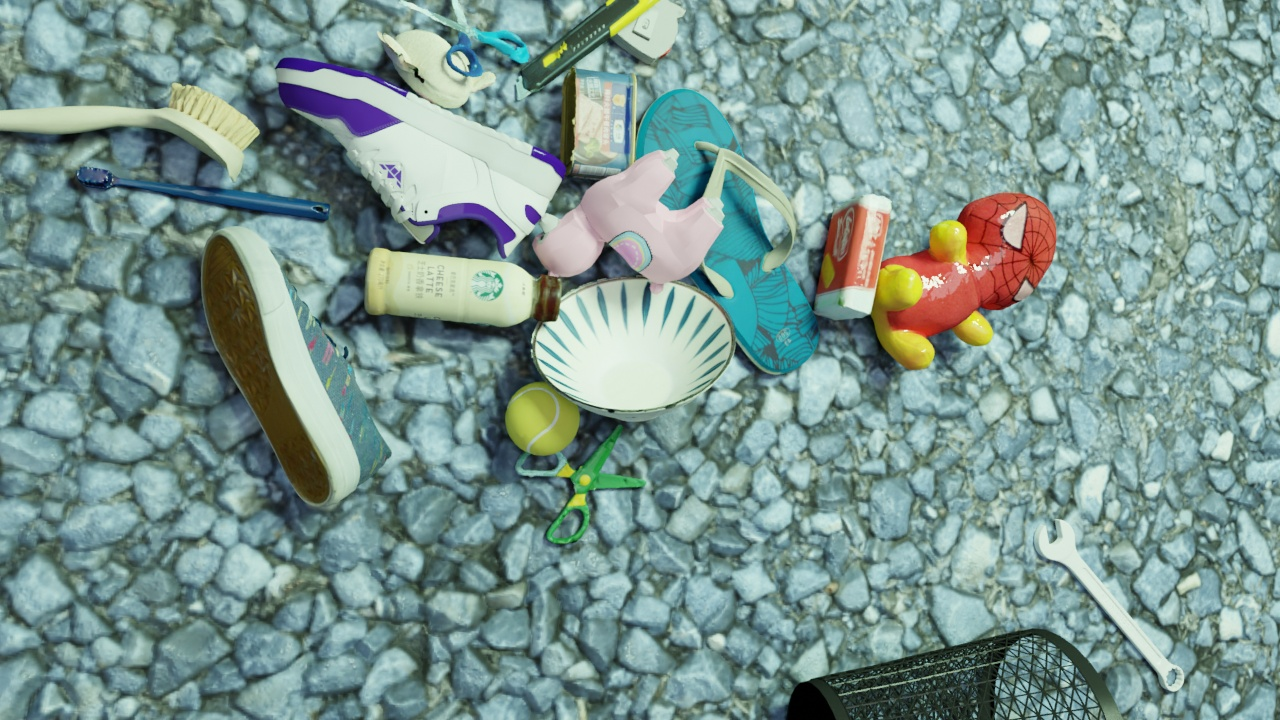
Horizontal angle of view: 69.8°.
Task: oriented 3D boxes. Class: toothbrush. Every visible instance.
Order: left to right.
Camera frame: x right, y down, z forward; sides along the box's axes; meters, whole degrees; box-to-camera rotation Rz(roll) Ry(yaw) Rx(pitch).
[{"bbox_3d":[-0.354,-0.136,0.749,0.189,0.017,0.016,6,88,-18],"label":"toothbrush"}]

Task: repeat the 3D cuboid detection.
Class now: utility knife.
[{"bbox_3d":[-0.048,-0.296,0.839,0.174,0.020,0.029,-39,83,-2],"label":"utility knife"}]

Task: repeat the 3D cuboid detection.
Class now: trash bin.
[{"bbox_3d":[0.280,0.373,0.856,0.243,0.217,0.217,-1,89,-12],"label":"trash bin"}]

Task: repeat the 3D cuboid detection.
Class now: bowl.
[{"bbox_3d":[-0.005,0.005,0.817,0.177,0.177,0.071,-20,136,-17],"label":"bowl"}]

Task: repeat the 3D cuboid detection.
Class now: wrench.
[{"bbox_3d":[0.532,0.279,1.034,0.047,0.009,0.273,-46,102,-13],"label":"wrench"}]

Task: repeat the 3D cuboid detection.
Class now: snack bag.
[{"bbox_3d":[0.207,-0.099,0.899,0.036,0.077,0.116,13,85,-12],"label":"snack bag"}]

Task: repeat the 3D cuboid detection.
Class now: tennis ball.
[{"bbox_3d":[-0.086,0.051,0.808,0.065,0.065,0.065,0,89,-18],"label":"tennis ball"}]

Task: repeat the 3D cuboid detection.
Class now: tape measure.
[{"bbox_3d":[0.006,-0.318,0.868,0.060,0.020,0.062,22,82,-16],"label":"tape measure"}]

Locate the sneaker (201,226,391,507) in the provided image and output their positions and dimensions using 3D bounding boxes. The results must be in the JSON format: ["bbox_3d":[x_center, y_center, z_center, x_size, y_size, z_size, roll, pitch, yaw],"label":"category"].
[{"bbox_3d":[-0.279,0.001,0.752,0.079,0.088,0.235,-27,95,-52],"label":"sneaker"}]

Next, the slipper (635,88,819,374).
[{"bbox_3d":[0.088,-0.120,0.872,0.118,0.060,0.295,-31,98,-13],"label":"slipper"}]

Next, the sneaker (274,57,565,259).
[{"bbox_3d":[-0.193,-0.162,0.773,0.244,0.092,0.111,21,96,-12],"label":"sneaker"}]

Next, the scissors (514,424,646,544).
[{"bbox_3d":[-0.059,0.107,0.845,0.127,0.011,0.125,36,80,-14],"label":"scissors"}]

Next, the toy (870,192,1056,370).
[{"bbox_3d":[0.325,-0.090,0.922,0.216,0.099,0.148,-32,133,-14],"label":"toy"}]

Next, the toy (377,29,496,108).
[{"bbox_3d":[-0.178,-0.250,0.779,0.112,0.050,0.087,-16,58,-44],"label":"toy"}]

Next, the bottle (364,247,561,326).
[{"bbox_3d":[-0.150,-0.060,0.785,0.162,0.056,0.056,5,87,-11],"label":"bottle"}]

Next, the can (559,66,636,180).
[{"bbox_3d":[-0.039,-0.212,0.834,0.059,0.054,0.100,2,88,-17],"label":"can"}]

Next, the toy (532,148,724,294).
[{"bbox_3d":[-0.012,-0.112,0.810,0.158,0.067,0.123,-39,105,18],"label":"toy"}]

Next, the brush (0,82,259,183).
[{"bbox_3d":[-0.439,-0.182,0.708,0.272,0.062,0.077,0,73,-14],"label":"brush"}]

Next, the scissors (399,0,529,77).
[{"bbox_3d":[-0.147,-0.279,0.789,0.127,0.014,0.133,18,44,-35],"label":"scissors"}]
